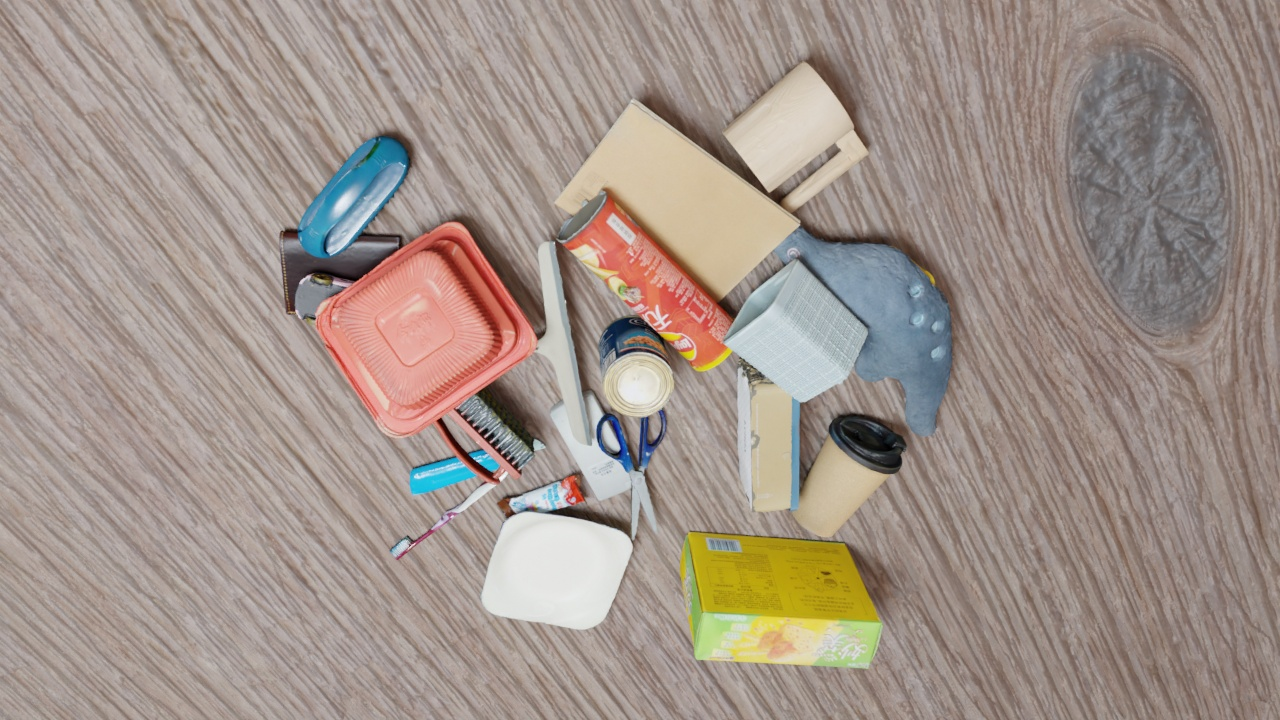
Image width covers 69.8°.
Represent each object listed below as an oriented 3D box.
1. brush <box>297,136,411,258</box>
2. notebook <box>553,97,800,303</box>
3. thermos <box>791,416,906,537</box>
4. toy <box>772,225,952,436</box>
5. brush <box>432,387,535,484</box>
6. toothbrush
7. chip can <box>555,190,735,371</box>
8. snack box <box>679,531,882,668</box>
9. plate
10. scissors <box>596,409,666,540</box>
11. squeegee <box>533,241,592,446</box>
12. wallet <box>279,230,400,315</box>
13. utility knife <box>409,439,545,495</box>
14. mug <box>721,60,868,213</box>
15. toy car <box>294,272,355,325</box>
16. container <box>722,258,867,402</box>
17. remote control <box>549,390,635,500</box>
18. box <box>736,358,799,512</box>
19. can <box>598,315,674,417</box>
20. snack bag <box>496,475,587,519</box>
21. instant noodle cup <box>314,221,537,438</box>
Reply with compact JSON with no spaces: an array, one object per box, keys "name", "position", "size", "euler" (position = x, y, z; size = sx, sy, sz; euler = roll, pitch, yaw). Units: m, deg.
[{"name":"brush","position":[-0.285,-0.161,0.906],"size":[0.055,0.073,0.144],"euler":[41,94,-8]},{"name":"notebook","position":[0.035,-0.153,0.945],"size":[0.211,0.012,0.150],"euler":[32,131,-16]},{"name":"thermos","position":[0.239,0.136,1.076],"size":[0.093,0.093,0.143],"euler":[20,117,-12]},{"name":"toy","position":[0.257,-0.052,1.000],"size":[0.356,0.091,0.138],"euler":[44,131,-18]},{"name":"brush","position":[-0.182,0.069,0.987],"size":[0.069,0.063,0.146],"euler":[-40,110,6]},{"name":"toothbrush","position":[-0.228,0.181,1.095],"size":[0.188,0.016,0.017],"euler":[-38,101,12]},{"name":"chip can","position":[0.013,-0.079,0.961],"size":[0.073,0.073,0.216],"euler":[-42,115,13]},{"name":"snack box","position":[0.159,0.282,1.089],"size":[0.210,0.157,0.070],"euler":[6,114,-7]},{"name":"plate","position":[-0.103,0.250,1.119],"size":[0.163,0.034,0.164],"euler":[14,114,-14]},{"name":"scissors","position":[-0.012,0.130,1.069],"size":[0.146,0.012,0.169],"euler":[22,94,-27]},{"name":"squeegee","position":[-0.191,-0.006,1.006],"size":[0.247,0.039,0.247],"euler":[-7,117,5]},{"name":"wallet","position":[-0.316,-0.088,0.972],"size":[0.122,0.020,0.096],"euler":[3,118,-7]},{"name":"utility knife","position":[-0.192,0.121,1.071],"size":[0.166,0.018,0.034],"euler":[-17,120,1]},{"name":"mug","position":[0.157,-0.219,0.923],"size":[0.104,0.084,0.124],"euler":[-38,126,13]},{"name":"toy car","position":[-0.298,-0.056,0.961],"size":[0.122,0.037,0.056],"euler":[15,108,-8]},{"name":"container","position":[0.163,-0.027,0.949],"size":[0.111,0.089,0.090],"euler":[40,143,-9]},{"name":"remote control","position":[-0.053,0.100,1.071],"size":[0.056,0.019,0.135],"euler":[-25,112,6]},{"name":"box","position":[0.145,0.090,1.046],"size":[0.059,0.089,0.184],"euler":[-7,116,-2]},{"name":"can","position":[-0.006,0.006,0.984],"size":[0.075,0.111,0.075],"euler":[-2,113,-4]},{"name":"snack bag","position":[-0.115,0.166,1.091],"size":[0.105,0.026,0.045],"euler":[-19,127,7]},{"name":"instant noodle cup","position":[-0.217,-0.030,0.907],"size":[0.189,0.079,0.164],"euler":[-35,91,-1]}]
